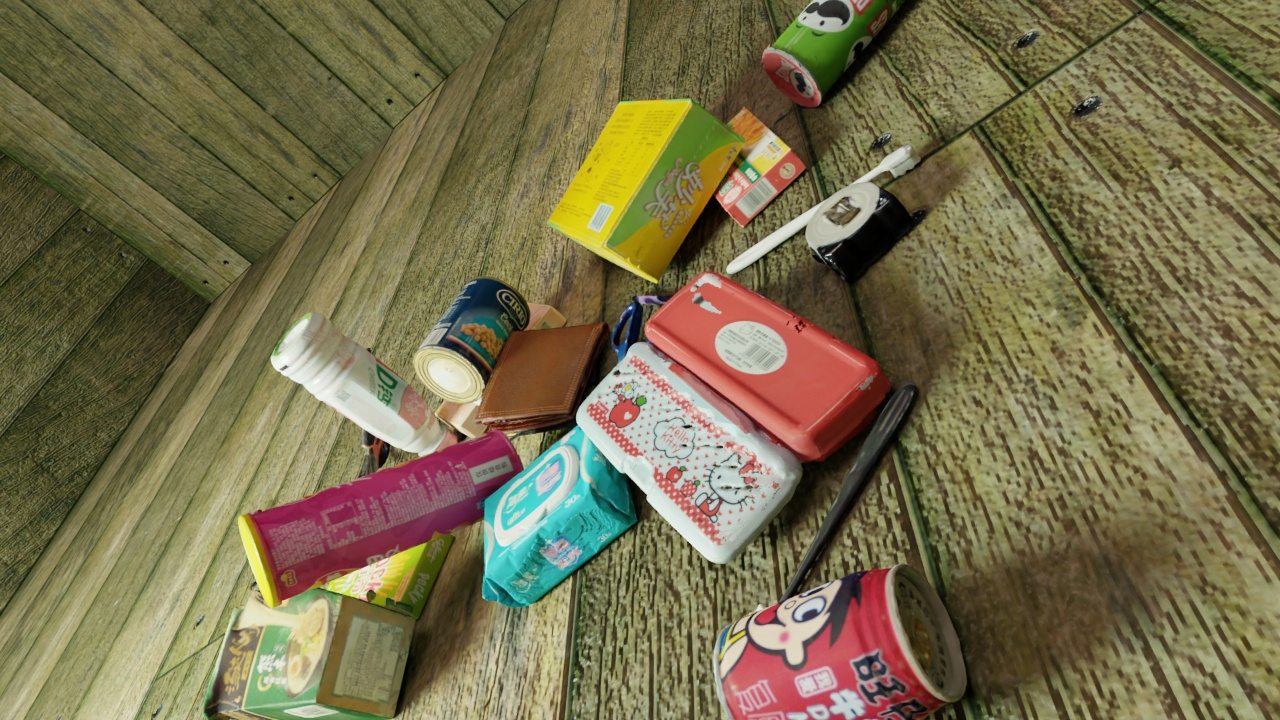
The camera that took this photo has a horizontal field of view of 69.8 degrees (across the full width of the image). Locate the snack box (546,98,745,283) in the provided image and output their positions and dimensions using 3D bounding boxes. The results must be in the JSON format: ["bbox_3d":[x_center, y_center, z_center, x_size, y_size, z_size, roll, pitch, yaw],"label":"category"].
[{"bbox_3d":[-0.003,-0.174,0.908,0.157,0.070,0.210,-58,24,2],"label":"snack box"}]

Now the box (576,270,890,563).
[{"bbox_3d":[0.048,0.025,0.605,0.158,0.039,0.201,-42,37,-7],"label":"box"}]

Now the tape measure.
[{"bbox_3d":[0.152,-0.095,0.659,0.066,0.033,0.066,-43,28,6],"label":"tape measure"}]

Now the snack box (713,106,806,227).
[{"bbox_3d":[0.097,-0.185,0.862,0.077,0.027,0.155,-43,27,13],"label":"snack box"}]

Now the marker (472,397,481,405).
[{"bbox_3d":[-0.141,0.042,0.883,0.145,0.017,0.017,18,67,45],"label":"marker"}]

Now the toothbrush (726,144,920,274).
[{"bbox_3d":[0.139,-0.114,0.726,0.181,0.016,0.016,-32,29,33],"label":"toothbrush"}]

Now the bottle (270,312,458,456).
[{"bbox_3d":[-0.267,0.036,0.912,0.068,0.197,0.068,-34,29,22],"label":"bottle"}]

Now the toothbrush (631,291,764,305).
[{"bbox_3d":[0.044,-0.053,0.782,0.016,0.014,0.189,-49,26,-19],"label":"toothbrush"}]

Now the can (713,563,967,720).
[{"bbox_3d":[0.089,0.135,0.413,0.094,0.066,0.066,-31,32,29],"label":"can"}]

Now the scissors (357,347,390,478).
[{"bbox_3d":[-0.290,0.098,0.989,0.189,0.015,0.225,111,156,-73],"label":"scissors"}]

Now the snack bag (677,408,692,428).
[{"bbox_3d":[0.054,0.012,0.668,0.048,0.026,0.104,-7,48,50],"label":"snack bag"}]

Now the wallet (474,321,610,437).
[{"bbox_3d":[-0.087,0.015,0.838,0.101,0.032,0.124,-8,43,25],"label":"wallet"}]

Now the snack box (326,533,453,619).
[{"bbox_3d":[-0.239,0.203,0.842,0.157,0.026,0.085,-21,38,40],"label":"snack box"}]

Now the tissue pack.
[{"bbox_3d":[-0.066,0.114,0.683,0.134,0.050,0.093,-41,29,14],"label":"tissue pack"}]

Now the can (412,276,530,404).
[{"bbox_3d":[-0.164,-0.019,0.896,0.075,0.075,0.110,-23,29,39],"label":"can"}]

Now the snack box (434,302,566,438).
[{"bbox_3d":[-0.148,0.007,0.966,0.157,0.026,0.084,-54,28,-13],"label":"snack box"}]

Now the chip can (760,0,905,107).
[{"bbox_3d":[0.214,-0.349,0.861,0.236,0.072,0.072,-49,27,-4],"label":"chip can"}]

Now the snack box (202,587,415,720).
[{"bbox_3d":[-0.247,0.234,0.717,0.106,0.118,0.117,-10,59,33],"label":"snack box"}]

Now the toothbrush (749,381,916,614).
[{"bbox_3d":[0.108,0.083,0.511,0.180,0.018,0.016,-54,25,-15],"label":"toothbrush"}]

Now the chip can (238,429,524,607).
[{"bbox_3d":[-0.196,0.119,0.721,0.210,0.071,0.071,-18,12,-31],"label":"chip can"}]

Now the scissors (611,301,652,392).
[{"bbox_3d":[-0.007,0.002,0.774,0.163,0.012,0.174,-43,27,22],"label":"scissors"}]
